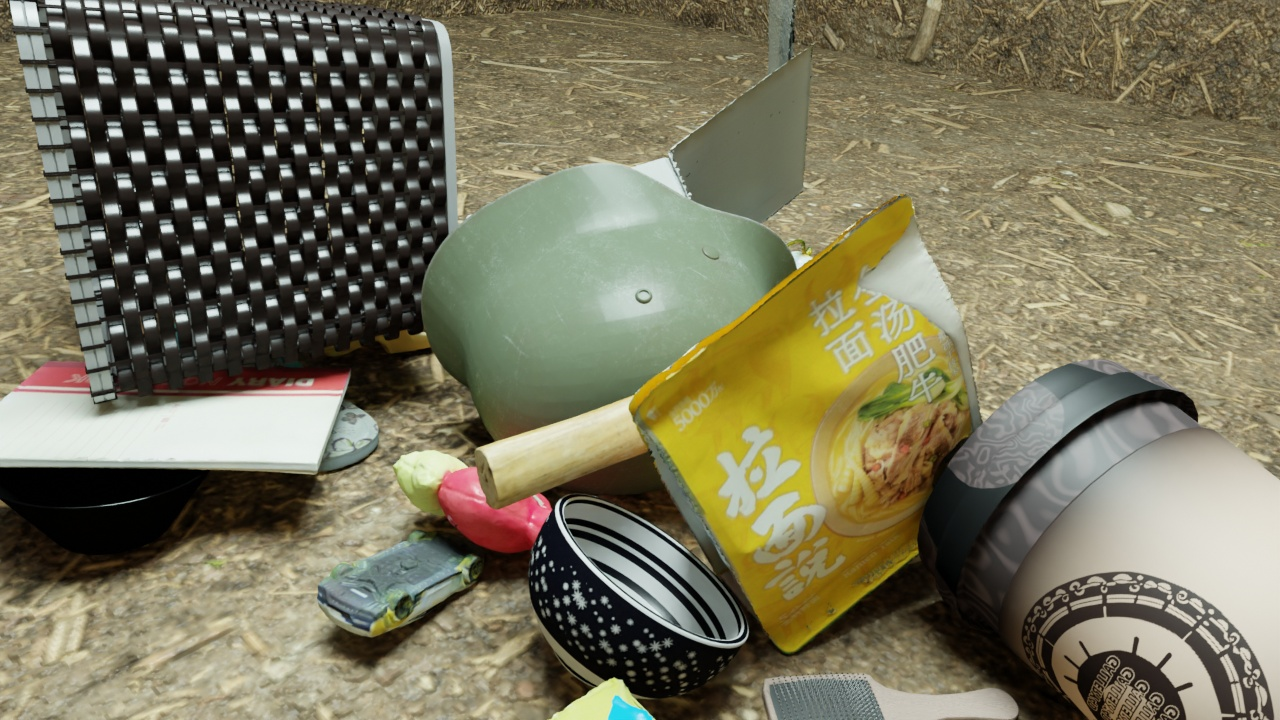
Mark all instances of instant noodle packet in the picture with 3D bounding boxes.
[{"bbox_3d":[0.093,0.038,0.476,0.163,0.222,0.084,-35,47,-7],"label":"instant noodle packet"}]

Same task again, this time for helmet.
[{"bbox_3d":[-0.004,0.004,0.623,0.267,0.227,0.153,-12,47,-9],"label":"helmet"}]

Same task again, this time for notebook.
[{"bbox_3d":[-0.307,0.034,0.600,0.208,0.012,0.153,2,22,-10],"label":"notebook"}]

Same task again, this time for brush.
[{"bbox_3d":[0.134,0.180,0.480,0.135,0.015,0.049,0,28,-8],"label":"brush"}]

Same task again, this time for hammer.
[{"bbox_3d":[0.058,0.014,0.539,0.329,0.132,0.033,-18,19,-30],"label":"hammer"}]

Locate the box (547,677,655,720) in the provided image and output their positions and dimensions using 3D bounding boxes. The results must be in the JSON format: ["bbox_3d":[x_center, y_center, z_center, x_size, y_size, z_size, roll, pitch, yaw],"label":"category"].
[{"bbox_3d":[0.018,0.227,0.313,0.124,0.079,0.221,-22,40,-39],"label":"box"}]

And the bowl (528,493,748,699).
[{"bbox_3d":[-0.011,0.133,0.482,0.120,0.066,0.120,33,9,-6],"label":"bowl"}]

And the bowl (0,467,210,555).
[{"bbox_3d":[-0.323,0.083,0.560,0.124,0.052,0.124,5,19,-2],"label":"bowl"}]

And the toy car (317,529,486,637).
[{"bbox_3d":[-0.134,0.128,0.526,0.048,0.033,0.105,16,16,25],"label":"toy car"}]

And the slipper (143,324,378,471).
[{"bbox_3d":[-0.305,0.008,0.715,0.269,0.055,0.098,21,29,27],"label":"slipper"}]

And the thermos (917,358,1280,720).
[{"bbox_3d":[0.275,0.126,0.450,0.172,0.173,0.226,-10,37,-26],"label":"thermos"}]

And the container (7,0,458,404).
[{"bbox_3d":[-0.289,-0.140,0.674,0.243,0.246,0.247,-11,26,-28],"label":"container"}]

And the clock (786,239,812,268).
[{"bbox_3d":[0.126,-0.053,0.822,0.083,0.118,0.057,-22,44,-40],"label":"clock"}]

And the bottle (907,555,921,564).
[{"bbox_3d":[0.160,0.100,0.589,0.109,0.063,0.063,-8,28,-1],"label":"bottle"}]

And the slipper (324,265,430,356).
[{"bbox_3d":[-0.170,-0.066,0.843,0.263,0.078,0.099,-31,38,-16],"label":"slipper"}]

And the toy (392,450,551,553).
[{"bbox_3d":[-0.088,0.092,0.563,0.135,0.045,0.092,24,-9,9],"label":"toy"}]

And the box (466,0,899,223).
[{"bbox_3d":[0.065,-0.125,0.744,0.418,0.166,0.108,-28,58,-12],"label":"box"}]
